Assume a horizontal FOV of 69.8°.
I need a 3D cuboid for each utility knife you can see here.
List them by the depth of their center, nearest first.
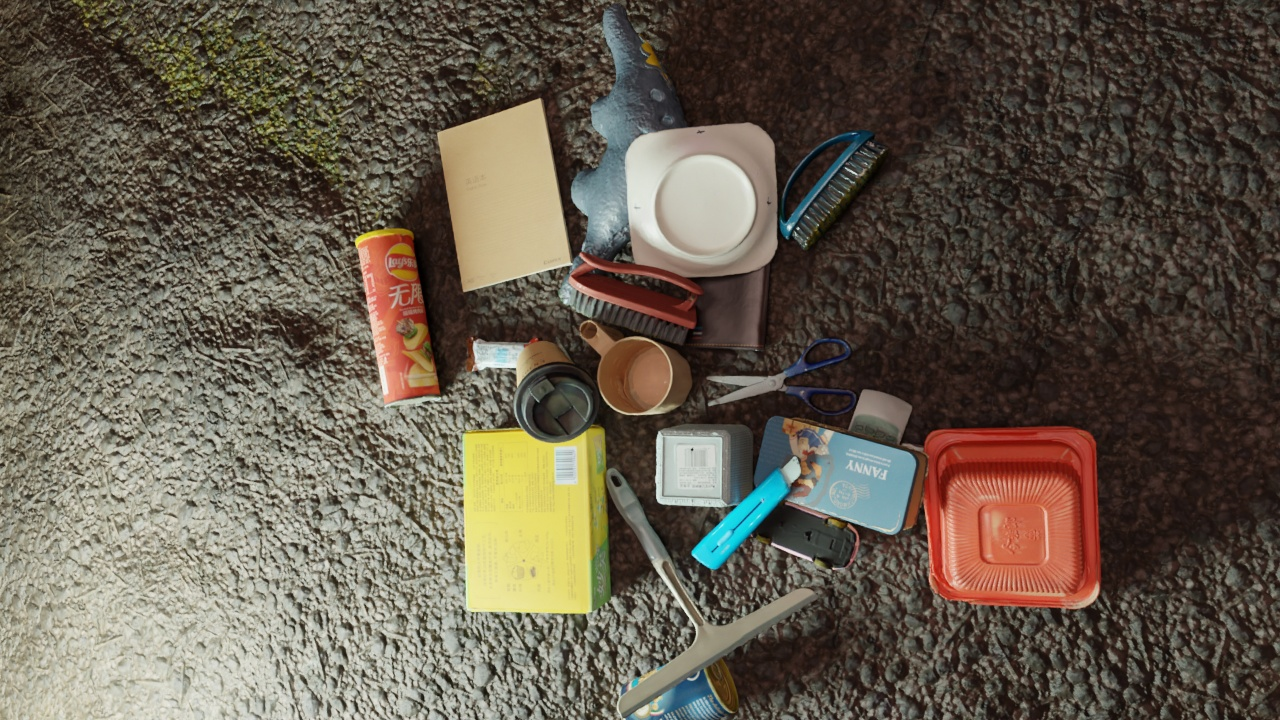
[{"bbox_3d":[0.115,0.162,0.968,0.034,0.018,0.167,48,115,21],"label":"utility knife"}]

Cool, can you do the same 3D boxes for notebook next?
[{"bbox_3d":[-0.170,-0.202,1.135,0.150,0.012,0.211,-13,83,17],"label":"notebook"}]

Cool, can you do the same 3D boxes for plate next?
[{"bbox_3d":[0.067,-0.167,0.986,0.163,0.034,0.164,-5,108,1],"label":"plate"}]

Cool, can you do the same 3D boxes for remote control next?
[{"bbox_3d":[0.243,0.100,0.984,0.056,0.019,0.135,21,94,17],"label":"remote control"}]

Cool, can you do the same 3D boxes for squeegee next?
[{"bbox_3d":[0.026,0.227,1.026,0.246,0.039,0.246,-28,65,-14],"label":"squeegee"}]

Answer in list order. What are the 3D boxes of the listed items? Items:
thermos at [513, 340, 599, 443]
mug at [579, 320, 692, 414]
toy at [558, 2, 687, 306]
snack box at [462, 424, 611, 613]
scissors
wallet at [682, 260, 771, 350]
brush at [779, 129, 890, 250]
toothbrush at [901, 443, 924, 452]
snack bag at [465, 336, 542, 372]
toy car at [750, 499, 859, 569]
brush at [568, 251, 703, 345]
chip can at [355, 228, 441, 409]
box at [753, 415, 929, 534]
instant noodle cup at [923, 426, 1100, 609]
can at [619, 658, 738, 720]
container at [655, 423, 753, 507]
[{"bbox_3d":[-0.101,0.029,1.026,0.093,0.143,0.093,-5,112,-13],"label":"thermos"},{"bbox_3d":[-0.006,0.006,1.023,0.124,0.103,0.084,44,99,15],"label":"mug"},{"bbox_3d":[-0.015,-0.231,1.048,0.138,0.091,0.356,11,89,20],"label":"toy"},{"bbox_3d":[-0.121,0.182,1.064,0.158,0.070,0.210,-4,86,16],"label":"snack box"},{"bbox_3d":[0.159,0.016,1.020,0.169,0.012,0.147,27,95,16],"label":"scissors"},{"bbox_3d":[0.098,-0.073,1.042,0.096,0.020,0.122,3,85,17],"label":"wallet"},{"bbox_3d":[0.201,-0.192,0.998,0.073,0.055,0.144,41,99,15],"label":"brush"},{"bbox_3d":[0.365,0.112,0.950,0.188,0.016,0.017,16,83,17],"label":"toothbrush"},{"bbox_3d":[-0.166,-0.007,1.113,0.105,0.026,0.045,1,96,18],"label":"snack bag"},{"bbox_3d":[0.176,0.185,0.993,0.122,0.037,0.056,18,89,30],"label":"toy car"},{"bbox_3d":[-0.007,-0.073,1.008,0.146,0.063,0.069,17,112,-5],"label":"brush"},{"bbox_3d":[-0.299,-0.051,1.132,0.073,0.073,0.216,-13,82,15],"label":"chip can"},{"bbox_3d":[0.211,0.117,0.946,0.184,0.059,0.090,12,93,38],"label":"box"},{"bbox_3d":[0.365,0.162,0.905,0.165,0.079,0.189,-4,98,20],"label":"instant noodle cup"},{"bbox_3d":[0.041,0.368,1.001,0.111,0.075,0.075,-30,79,13],"label":"can"},{"bbox_3d":[0.068,0.114,0.990,0.090,0.111,0.090,0,87,17],"label":"container"}]
